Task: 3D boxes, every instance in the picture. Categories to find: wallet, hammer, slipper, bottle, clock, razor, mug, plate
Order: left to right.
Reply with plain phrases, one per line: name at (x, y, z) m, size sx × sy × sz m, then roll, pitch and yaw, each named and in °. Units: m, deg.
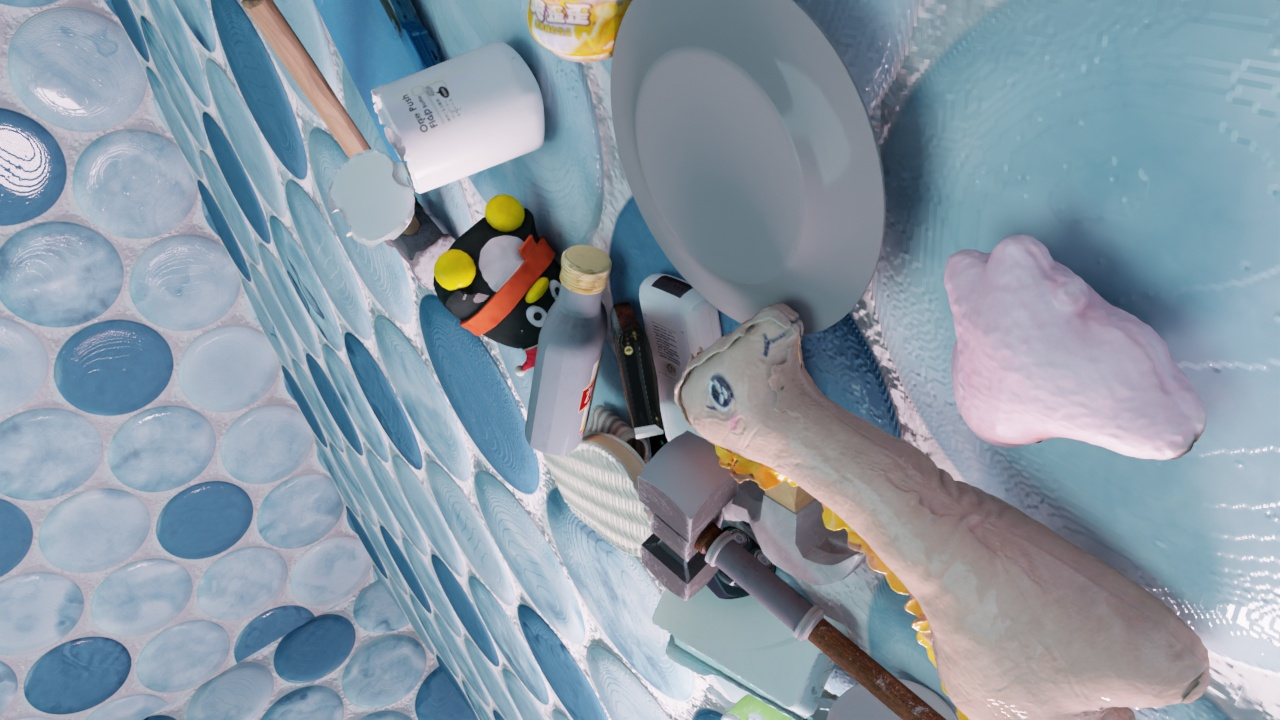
hammer at (-0.243, -0.181, 0.795) m, size 0.098 × 0.052 × 0.329 m, roll 45°, pitch 168°, yaw 29°
bottle at (-0.052, -0.009, 0.679) m, size 0.046 × 0.072 × 0.162 m, roll 14°, pitch 128°, yaw 0°
bottle at (-0.029, -0.206, 0.449) m, size 0.063 × 0.063 × 0.109 m, roll 42°, pitch 151°, yaw 35°
slipper at (-0.029, 0.097, 0.788) m, size 0.115 × 0.052 × 0.263 m, roll 67°, pitch 161°, yaw -6°
wallet at (-0.004, 0.004, 0.605) m, size 0.123 × 0.019 × 0.072 m, roll -113°, pitch 11°, yaw -79°
razor at (0.045, 0.153, 0.701) m, size 0.143 × 0.047 × 0.052 m, roll -19°, pitch 73°, yaw 59°
plate at (0.038, -0.090, 0.426) m, size 0.178 × 0.012 × 0.179 m, roll 40°, pitch 147°, yaw 33°
clock at (0.111, 0.329, 0.777) m, size 0.094 × 0.042 × 0.119 m, roll 5°, pitch 121°, yaw 62°
hammer at (0.073, -0.012, 0.498) m, size 0.131 × 0.039 × 0.329 m, roll 29°, pitch 140°, yaw 47°
hammer at (0.127, 0.176, 0.523) m, size 0.322 × 0.043 × 0.156 m, roll 37°, pitch 153°, yaw 24°
mug at (0.143, 0.263, 0.575) m, size 0.078 × 0.112 × 0.097 m, roll -82°, pitch -18°, yaw -58°

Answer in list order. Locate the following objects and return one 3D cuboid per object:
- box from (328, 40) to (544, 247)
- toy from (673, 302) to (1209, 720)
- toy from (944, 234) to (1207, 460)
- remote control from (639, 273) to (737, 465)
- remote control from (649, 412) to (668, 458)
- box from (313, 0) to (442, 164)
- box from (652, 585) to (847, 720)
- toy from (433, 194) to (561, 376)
box at (-0.147, -0.146, 0.635) m, size 0.084 × 0.159 × 0.119 m, roll 64°, pitch 166°, yaw 6°
toy at (0.118, 0.098, 0.444) m, size 0.264 × 0.065 × 0.197 m, roll 31°, pitch 128°, yaw 22°
toy at (0.149, -0.003, 0.346) m, size 0.093 × 0.050 × 0.102 m, roll 60°, pitch 159°, yaw -6°
remote control at (0.032, 0.010, 0.608) m, size 0.060 × 0.025 × 0.139 m, roll 29°, pitch 138°, yaw 49°
remote control at (0.024, 0.088, 0.719) m, size 0.034 × 0.013 × 0.150 m, roll 37°, pitch 146°, yaw 40°
box at (-0.229, -0.266, 0.770) m, size 0.173 × 0.066 × 0.232 m, roll -4°, pitch 114°, yaw 64°
box at (0.095, 0.221, 0.690) m, size 0.096 × 0.085 × 0.199 m, roll 34°, pitch 168°, yaw -23°
toy at (-0.101, -0.055, 0.720) m, size 0.119 × 0.097 × 0.100 m, roll 43°, pitch 159°, yaw -16°
